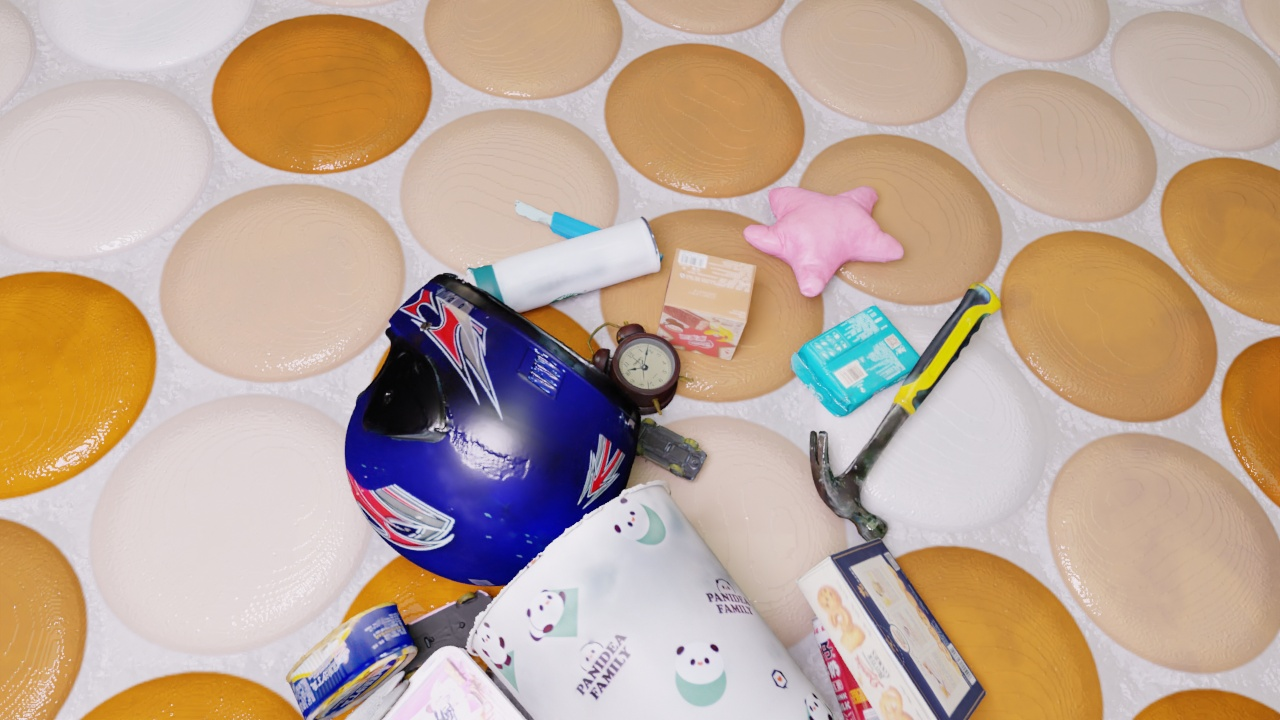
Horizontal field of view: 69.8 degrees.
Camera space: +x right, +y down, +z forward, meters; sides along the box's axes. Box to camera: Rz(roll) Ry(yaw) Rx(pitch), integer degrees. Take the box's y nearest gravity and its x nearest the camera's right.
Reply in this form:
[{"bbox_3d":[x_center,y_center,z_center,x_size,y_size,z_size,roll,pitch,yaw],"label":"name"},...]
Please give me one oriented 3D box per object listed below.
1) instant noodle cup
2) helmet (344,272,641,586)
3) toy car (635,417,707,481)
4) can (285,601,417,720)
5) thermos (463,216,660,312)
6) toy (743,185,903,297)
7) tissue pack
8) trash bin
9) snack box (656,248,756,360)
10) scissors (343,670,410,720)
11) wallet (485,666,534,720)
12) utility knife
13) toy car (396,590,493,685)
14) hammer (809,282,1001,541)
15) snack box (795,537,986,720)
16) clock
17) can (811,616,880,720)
[{"bbox_3d":[-0.153,0.355,0.799,0.173,0.060,0.138,35,76,35],"label":"instant noodle cup"},{"bbox_3d":[-0.161,0.075,0.874,0.316,0.247,0.240,31,80,42],"label":"helmet"},{"bbox_3d":[0.024,0.097,0.990,0.090,0.035,0.042,27,62,8],"label":"toy car"},{"bbox_3d":[-0.258,0.272,0.818,0.074,0.148,0.049,-6,58,-54],"label":"can"},{"bbox_3d":[-0.092,-0.099,1.052,0.224,0.073,0.073,-18,66,-7],"label":"thermos"},{"bbox_3d":[0.223,-0.165,1.126,0.194,0.075,0.178,-26,59,-22],"label":"toy"},{"bbox_3d":[0.250,0.000,1.055,0.133,0.050,0.093,-29,70,-20],"label":"tissue pack"},{"bbox_3d":[0.017,0.272,0.784,0.229,0.230,0.252,-34,68,-21],"label":"trash bin"},{"bbox_3d":[0.073,-0.062,1.042,0.093,0.094,0.076,12,63,0],"label":"snack box"},{"bbox_3d":[-0.278,0.371,0.795,0.235,0.022,0.142,-26,61,0],"label":"scissors"},{"bbox_3d":[-0.119,0.359,0.853,0.096,0.020,0.122,17,65,2],"label":"wallet"},{"bbox_3d":[-0.067,-0.153,1.114,0.194,0.018,0.034,24,69,5],"label":"utility knife"},{"bbox_3d":[-0.192,0.267,0.879,0.122,0.037,0.056,-22,70,-18],"label":"toy car"},{"bbox_3d":[0.298,0.036,1.009,0.126,0.032,0.322,44,72,-11],"label":"hammer"},{"bbox_3d":[0.238,0.261,0.859,0.046,0.182,0.178,-40,68,21],"label":"snack box"},{"bbox_3d":[-0.006,0.006,1.021,0.122,0.055,0.081,41,67,11],"label":"clock"},{"bbox_3d":[0.213,0.310,0.893,0.053,0.053,0.132,-12,65,-12],"label":"can"}]
